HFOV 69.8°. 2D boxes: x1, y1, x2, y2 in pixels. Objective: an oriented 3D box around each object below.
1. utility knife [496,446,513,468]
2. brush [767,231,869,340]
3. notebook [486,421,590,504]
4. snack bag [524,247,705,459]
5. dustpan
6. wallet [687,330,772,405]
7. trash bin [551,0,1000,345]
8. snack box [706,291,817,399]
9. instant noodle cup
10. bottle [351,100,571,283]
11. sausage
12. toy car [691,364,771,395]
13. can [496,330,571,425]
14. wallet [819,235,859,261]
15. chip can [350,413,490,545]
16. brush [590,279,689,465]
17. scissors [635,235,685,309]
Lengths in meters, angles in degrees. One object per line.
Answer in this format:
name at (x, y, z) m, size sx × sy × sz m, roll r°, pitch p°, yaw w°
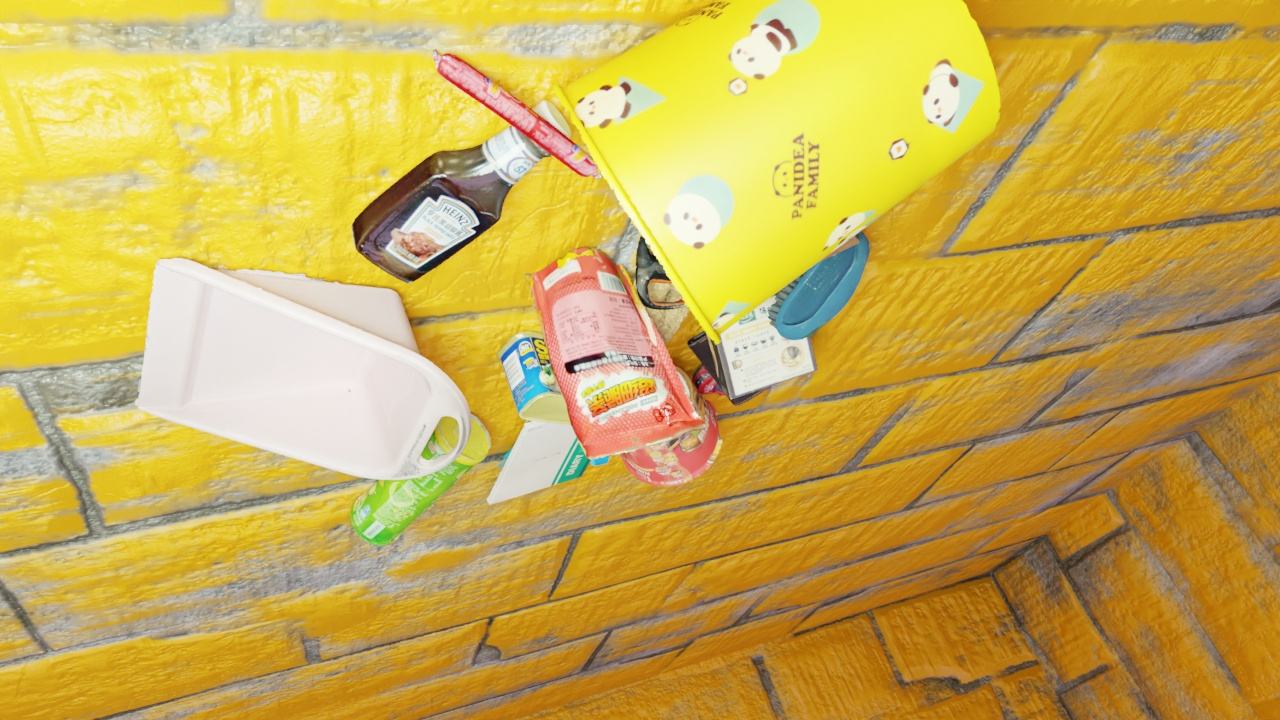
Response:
utility knife at (-0.137, 0.092, 1.175) m, size 0.029 × 0.013 × 0.172 m, roll 10°, pitch 136°, yaw -42°
brush at (0.203, -0.082, 1.013) m, size 0.055 × 0.073 × 0.144 m, roll 32°, pitch 100°, yaw -32°
notebook at (-0.114, 0.122, 1.226) m, size 0.150 × 0.012 × 0.210 m, roll -14°, pitch 152°, yaw -32°
snack bag at (-0.031, -0.008, 0.875) m, size 0.128 × 0.207 × 0.073 m, roll -9°, pitch 150°, yaw -26°
dustpan at (-0.300, 0.031, 0.828) m, size 0.272 × 0.138 × 0.223 m, roll -4°, pitch 147°, yaw -32°
wallet at (0.128, -0.006, 1.143) m, size 0.096 × 0.020 × 0.122 m, roll -32°, pitch 125°, yaw 10°
trash bin at (0.102, -0.175, 0.686) m, size 0.255 × 0.229 × 0.229 m, roll -32°, pitch 151°, yaw 6°
snack box at (0.139, -0.031, 1.078) m, size 0.113 × 0.126 × 0.053 m, roll -18°, pitch -165°, yaw -8°
instant noodle cup at (0.023, 0.074, 1.143) m, size 0.138 × 0.137 × 0.109 m, roll -24°, pitch 144°, yaw 3°
bottle at (-0.142, -0.139, 0.746) m, size 0.195 × 0.044 × 0.080 m, roll -33°, pitch 143°, yaw 16°
sausage at (-0.089, -0.181, 0.684) m, size 0.155 × 0.020 × 0.020 m, roll 32°, pitch 124°, yaw -28°
toy car at (0.127, 0.021, 1.207) m, size 0.120 × 0.045 × 0.053 m, roll -7°, pitch 147°, yaw -22°
can at (-0.097, 0.021, 1.007) m, size 0.102 × 0.083 × 0.057 m, roll 10°, pitch 138°, yaw -45°
wallet at (0.163, -0.122, 0.949) m, size 0.101 × 0.020 × 0.115 m, roll -23°, pitch 158°, yaw 24°
chip can at (-0.272, 0.147, 1.113) m, size 0.072 × 0.072 × 0.222 m, roll 12°, pitch 137°, yaw -46°
brush at (-0.006, 0.006, 0.996) m, size 0.083 × 0.046 × 0.255 m, roll -5°, pitch 124°, yaw -48°
scissors at (0.084, -0.106, 0.961) m, size 0.234 × 0.125 × 0.022 m, roll -24°, pitch -161°, yaw -38°
